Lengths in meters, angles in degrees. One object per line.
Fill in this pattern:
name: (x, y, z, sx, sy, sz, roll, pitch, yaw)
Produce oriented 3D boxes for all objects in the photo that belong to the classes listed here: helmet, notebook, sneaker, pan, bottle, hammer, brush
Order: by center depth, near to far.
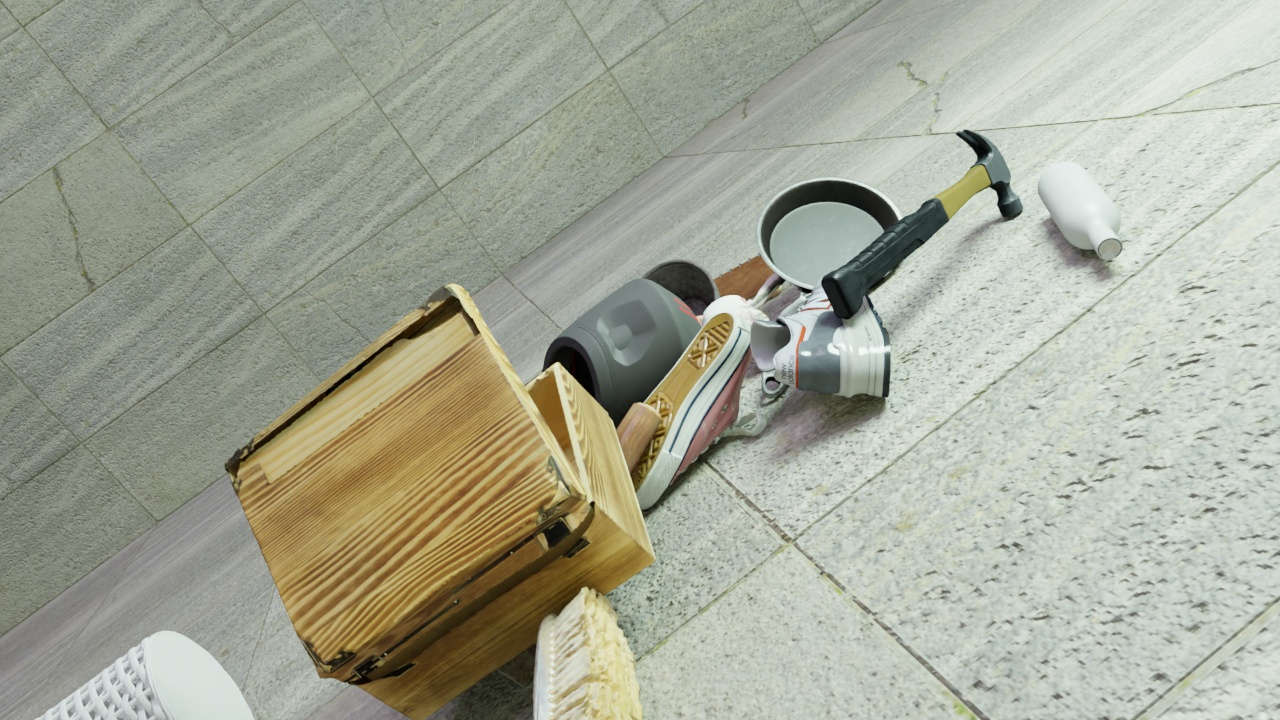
brush: (-0.035, 0.262, 0.662, 0.057, 0.083, 0.271, -34, 17, 5)
bottle: (0.438, -0.145, 0.906, 0.053, 0.052, 0.194, -27, 19, 23)
hammer: (-0.072, 0.169, 0.935, 0.300, 0.037, 0.158, -55, 23, -15)
sneaker: (0.176, -0.030, 0.961, 0.124, 0.089, 0.239, -3, 22, -1)
hammer: (0.301, -0.146, 0.974, 0.332, 0.118, 0.025, -36, 14, -32)
sneaker: (0.062, 0.065, 1.004, 0.241, 0.088, 0.118, -57, 30, 2)
helmet: (-0.007, 0.007, 1.123, 0.169, 0.164, 0.265, -18, -26, -28)
pan: (0.210, -0.092, 1.126, 0.187, 0.055, 0.355, 16, 61, 16)
notebook: (0.118, -0.093, 1.412, 0.226, 0.024, 0.167, -28, 20, 21)

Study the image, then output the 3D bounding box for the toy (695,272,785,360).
toy: (0.103, -0.037, 1.192, 0.195, 0.084, 0.158, -26, 31, 33)

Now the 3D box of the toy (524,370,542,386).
toy: (-0.125, 0.037, 1.427, 0.152, 0.078, 0.180, -48, 6, -35)

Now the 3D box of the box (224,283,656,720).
box: (-0.182, 0.127, 0.814, 0.279, 0.263, 0.269, -35, 34, 8)

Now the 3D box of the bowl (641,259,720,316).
bowl: (0.058, -0.066, 1.320, 0.145, 0.067, 0.144, -9, 72, 28)

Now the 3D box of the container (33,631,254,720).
container: (-0.559, 0.431, 1.011, 0.186, 0.189, 0.189, -37, 17, -9)
